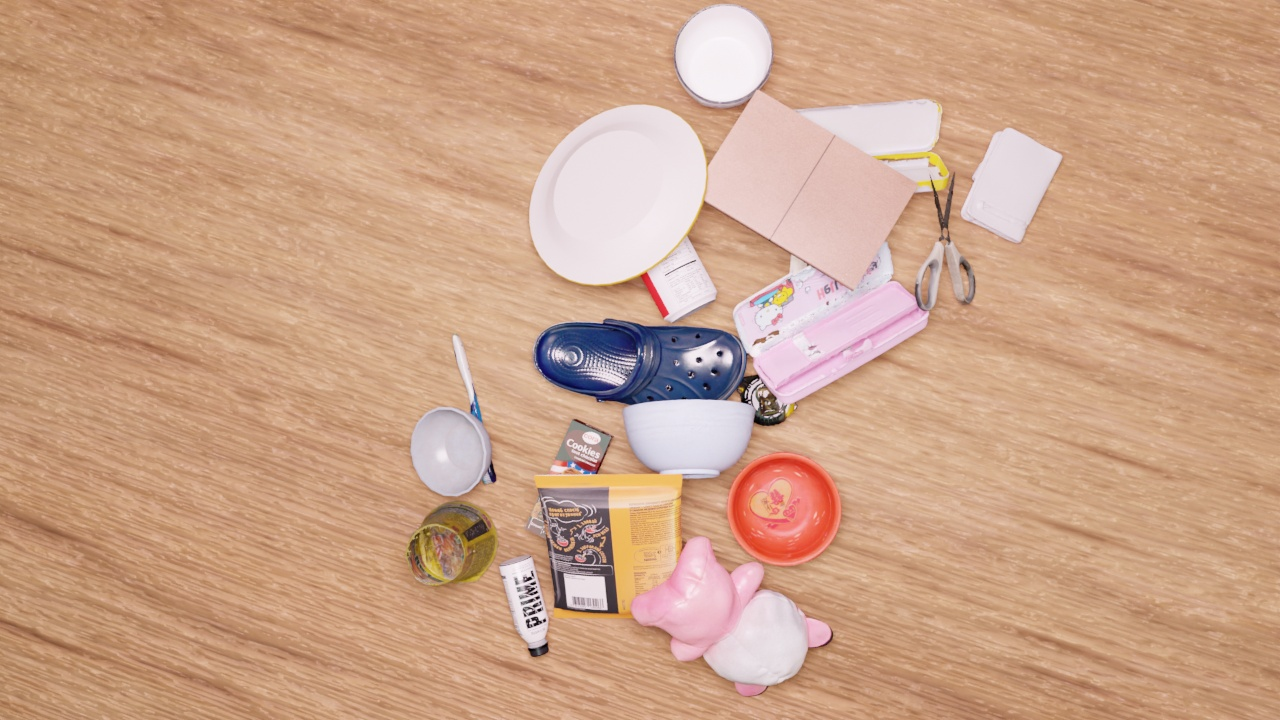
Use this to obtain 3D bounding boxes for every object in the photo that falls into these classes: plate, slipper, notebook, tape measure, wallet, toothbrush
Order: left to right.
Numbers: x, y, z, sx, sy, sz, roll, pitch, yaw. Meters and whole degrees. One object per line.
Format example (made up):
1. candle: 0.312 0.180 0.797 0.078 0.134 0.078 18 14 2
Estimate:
1. toothbrush: -0.205 0.058 1.116 0.017 0.016 0.189 -15 88 14
2. plate: -0.033 -0.196 1.052 0.230 0.021 0.229 -9 69 24
3. slipper: -0.006 0.006 1.059 0.253 0.095 0.105 5 86 11
4. tape measure: 0.148 0.046 1.075 0.067 0.038 0.062 -10 88 4
5. notebook: 0.182 -0.190 1.021 0.209 0.008 0.141 32 85 4
6. wallet: 0.427 -0.202 1.063 0.086 0.032 0.116 29 89 -6

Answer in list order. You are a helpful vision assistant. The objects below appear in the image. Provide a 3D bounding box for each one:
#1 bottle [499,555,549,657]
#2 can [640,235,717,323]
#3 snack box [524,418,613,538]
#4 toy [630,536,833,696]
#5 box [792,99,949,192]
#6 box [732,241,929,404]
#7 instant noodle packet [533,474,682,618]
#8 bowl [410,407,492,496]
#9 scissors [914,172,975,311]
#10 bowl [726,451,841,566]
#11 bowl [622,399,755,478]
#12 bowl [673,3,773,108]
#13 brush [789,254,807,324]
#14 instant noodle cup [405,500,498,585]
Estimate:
1. bottle: -0.134 0.293 1.092 0.041 0.041 0.116 -16 88 4
2. can: 0.031 -0.115 1.072 0.070 0.070 0.132 -28 87 3
3. snack box: -0.084 0.145 1.095 0.051 0.031 0.141 24 91 5
4. toy: 0.103 0.298 1.033 0.213 0.084 0.142 40 96 -21
5. box: 0.245 -0.240 1.043 0.210 0.083 0.080 -5 132 -1
6. box: 0.214 -0.052 1.026 0.201 0.103 0.101 -29 44 -6
7. instant noodle packet: -0.029 0.216 1.044 0.160 0.032 0.221 -1 122 4
8. bowl: -0.219 0.106 1.095 0.106 0.039 0.106 2 95 23
9. scissors: 0.343 -0.124 1.034 0.169 0.013 0.157 45 64 -31
10. bowl: 0.166 0.170 1.067 0.130 0.045 0.130 0 89 5
11. bowl: 0.054 0.092 1.020 0.150 0.150 0.074 -1 77 4
12. bowl: 0.096 -0.348 1.073 0.116 0.065 0.116 0 89 4
13. brush: 0.189 -0.135 1.089 0.033 0.012 0.217 3 90 5
14. instant noodle cup: -0.224 0.219 1.067 0.102 0.108 0.102 0 87 3
